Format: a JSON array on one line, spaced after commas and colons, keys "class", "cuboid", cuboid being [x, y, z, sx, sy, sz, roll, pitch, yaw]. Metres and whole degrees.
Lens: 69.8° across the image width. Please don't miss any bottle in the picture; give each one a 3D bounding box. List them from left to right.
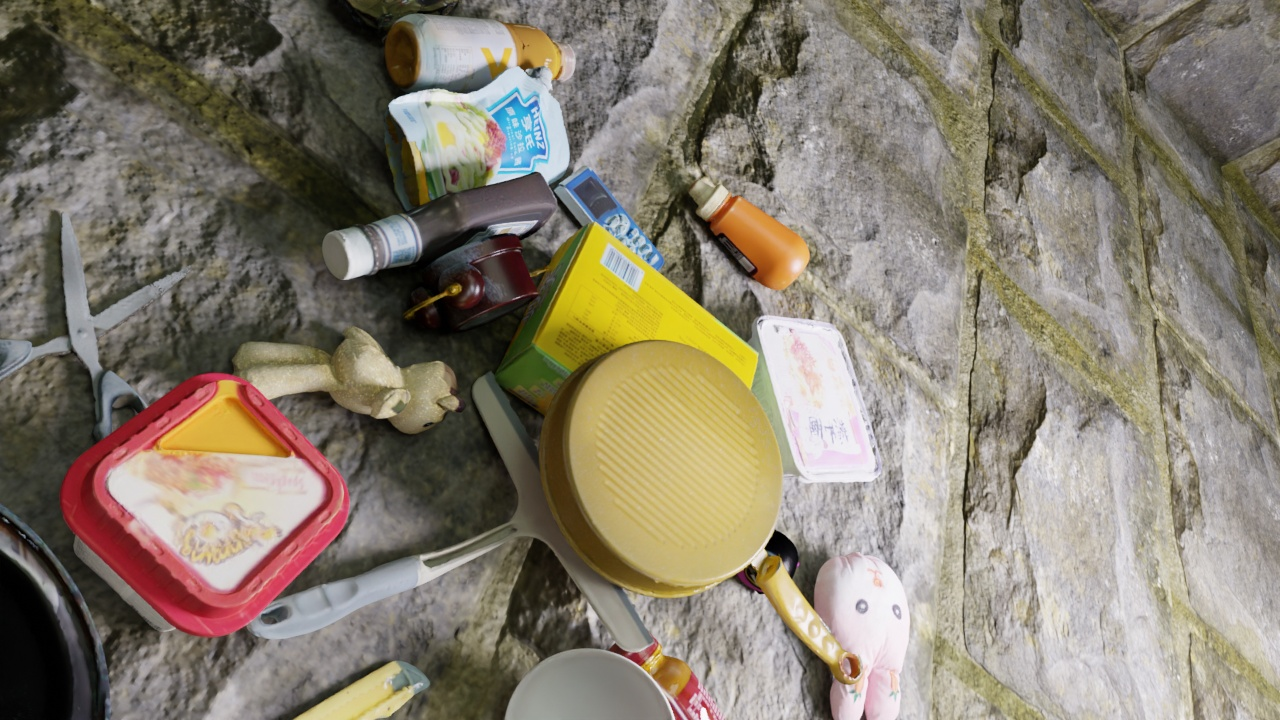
[{"class": "bottle", "cuboid": [-0.156, -0.104, 0.722, 0.194, 0.080, 0.044, -26, 86, -44]}, {"class": "bottle", "cuboid": [-0.139, -0.276, 0.840, 0.189, 0.068, 0.068, -17, 79, -45]}, {"class": "bottle", "cuboid": [0.039, 0.282, 0.692, 0.175, 0.058, 0.057, 55, 44, -2]}, {"class": "bottle", "cuboid": [0.112, -0.142, 0.993, 0.149, 0.067, 0.066, 39, 47, -8]}]

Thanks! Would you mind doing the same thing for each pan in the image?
[{"class": "pan", "cuboid": [0.070, 0.137, 0.723, 0.357, 0.078, 0.197, 43, 55, -8]}]

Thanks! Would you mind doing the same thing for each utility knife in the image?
[{"class": "utility knife", "cuboid": [-0.215, 0.235, 0.534, 0.215, 0.022, 0.031, -25, 79, -41]}]

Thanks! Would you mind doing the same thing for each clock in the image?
[{"class": "clock", "cuboid": [-0.133, -0.057, 0.716, 0.121, 0.082, 0.055, -24, 90, -48]}]

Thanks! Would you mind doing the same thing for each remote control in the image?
[{"class": "remote control", "cuboid": [-0.030, -0.128, 0.884, 0.125, 0.024, 0.048, 51, 45, -8]}]

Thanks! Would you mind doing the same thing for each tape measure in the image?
[{"class": "tape measure", "cuboid": [0.111, 0.176, 0.815, 0.057, 0.058, 0.039, 46, 45, -8]}]

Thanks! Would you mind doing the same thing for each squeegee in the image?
[{"class": "squeegee", "cuboid": [-0.148, 0.139, 0.624, 0.245, 0.039, 0.246, -16, 64, -43]}]

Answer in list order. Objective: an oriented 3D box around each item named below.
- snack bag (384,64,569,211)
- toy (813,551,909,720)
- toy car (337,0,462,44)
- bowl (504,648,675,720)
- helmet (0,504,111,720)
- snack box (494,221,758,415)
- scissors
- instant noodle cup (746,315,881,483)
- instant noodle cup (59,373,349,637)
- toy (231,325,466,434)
[{"class": "snack bag", "cuboid": [-0.133, -0.190, 0.798, 0.190, 0.039, 0.110, -32, 116, -43]}, {"class": "toy", "cuboid": [0.210, 0.260, 0.860, 0.121, 0.054, 0.159, 15, 66, -34]}, {"class": "toy car", "cuboid": [-0.215, -0.340, 0.832, 0.070, 0.042, 0.157, 49, 42, -10]}, {"class": "bowl", "cuboid": [-0.029, 0.252, 0.635, 0.118, 0.118, 0.064, 65, 8, 8]}, {"class": "helmet", "cuboid": [-0.358, 0.163, 0.346, 0.273, 0.157, 0.230, -30, 90, -35]}, {"class": "snack box", "cuboid": [-0.005, 0.005, 0.799, 0.210, 0.070, 0.157, 37, 48, -20]}, {"class": "scissors", "cuboid": [-0.346, -0.014, 0.558, 0.159, 0.014, 0.179, -7, 69, -45]}, {"class": "instant noodle cup", "cuboid": [0.163, 0.046, 0.930, 0.137, 0.061, 0.173, 4, 66, -39]}, {"class": "instant noodle cup", "cuboid": [-0.246, 0.088, 0.506, 0.116, 0.124, 0.116, 49, 44, -9]}, {"class": "toy", "cuboid": [-0.202, 0.017, 0.636, 0.157, 0.066, 0.105, 9, 19, -33]}]
